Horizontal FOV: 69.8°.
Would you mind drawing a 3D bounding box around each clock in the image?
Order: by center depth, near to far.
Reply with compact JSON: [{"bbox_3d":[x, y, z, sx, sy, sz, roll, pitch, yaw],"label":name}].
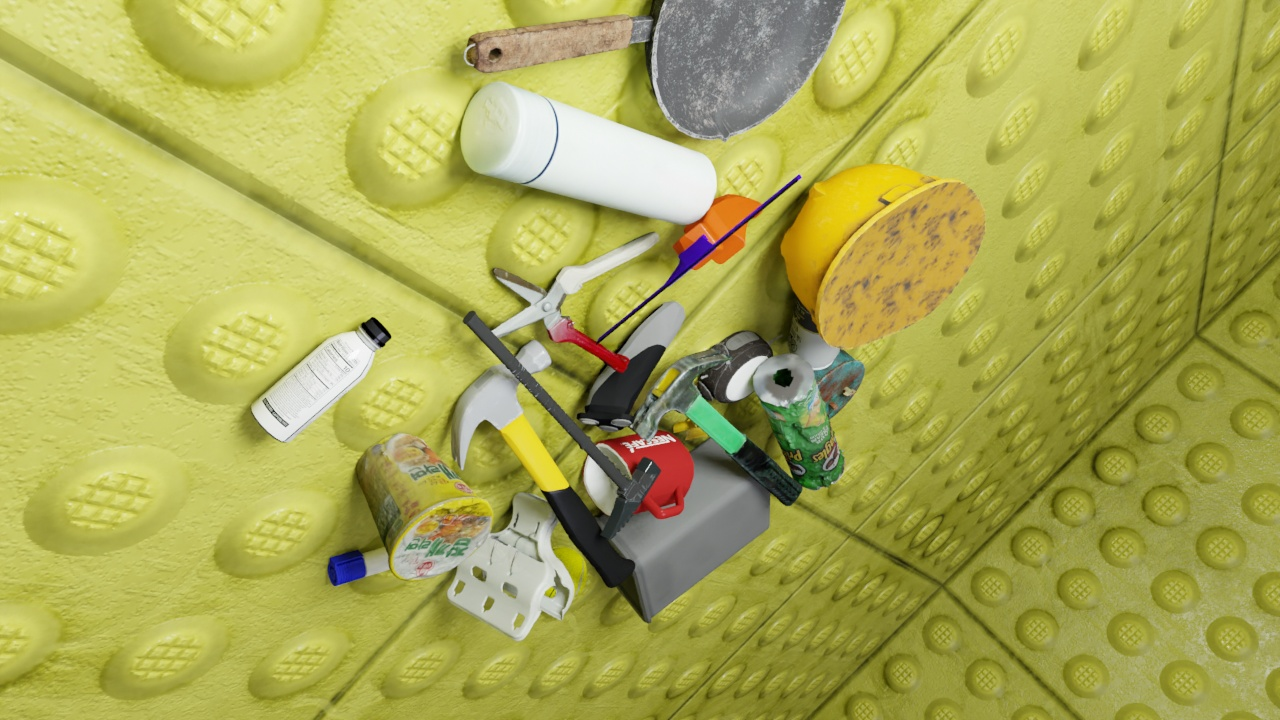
[{"bbox_3d":[0.113,0.012,1.085,0.122,0.044,0.091,-18,140,-34],"label":"clock"},{"bbox_3d":[0.239,0.044,1.231,0.121,0.073,0.158,-33,147,-15],"label":"clock"}]

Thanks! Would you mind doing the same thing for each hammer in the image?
[{"bbox_3d":[-0.076,0.062,0.869,0.094,0.015,0.325,-56,137,-18],"label":"hammer"},{"bbox_3d":[-0.085,0.132,0.933,0.127,0.029,0.324,-37,128,-12],"label":"hammer"},{"bbox_3d":[0.111,0.096,1.075,0.130,0.032,0.318,-54,135,-6],"label":"hammer"}]

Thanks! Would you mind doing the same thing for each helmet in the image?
[{"bbox_3d":[0.237,-0.129,0.976,0.254,0.131,0.206,-4,131,-46],"label":"helmet"}]

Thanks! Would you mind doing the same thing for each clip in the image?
[{"bbox_3d":[-0.129,0.223,1.008,0.150,0.127,0.110,-59,143,-20],"label":"clip"},{"bbox_3d":[0.071,0.075,1.129,0.054,0.046,0.048,-6,157,-41],"label":"clip"}]

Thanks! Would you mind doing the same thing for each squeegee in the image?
[{"bbox_3d":[0.072,-0.121,0.849,0.250,0.055,0.184,-37,-179,36],"label":"squeegee"}]

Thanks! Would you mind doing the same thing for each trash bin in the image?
[{"bbox_3d":[0.060,0.218,1.218,0.219,0.097,0.192,-33,146,-17],"label":"trash bin"}]

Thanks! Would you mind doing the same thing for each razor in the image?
[{"bbox_3d":[-0.005,0.006,0.946,0.057,0.060,0.156,24,95,-44],"label":"razor"}]

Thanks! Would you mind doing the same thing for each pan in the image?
[{"bbox_3d":[0.021,-0.254,0.692,0.356,0.040,0.208,-18,140,-32],"label":"pan"}]

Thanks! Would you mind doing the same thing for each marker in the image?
[{"bbox_3d":[-0.248,0.196,0.929,0.132,0.023,0.027,-11,114,-40],"label":"marker"}]

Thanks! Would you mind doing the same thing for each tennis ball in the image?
[{"bbox_3d":[-0.098,0.262,1.125,0.065,0.065,0.065,-28,144,-23],"label":"tennis ball"}]

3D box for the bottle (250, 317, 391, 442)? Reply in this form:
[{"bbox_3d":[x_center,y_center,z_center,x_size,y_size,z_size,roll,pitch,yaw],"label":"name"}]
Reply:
[{"bbox_3d":[-0.243,0.012,0.708,0.116,0.041,0.041,-41,147,-3],"label":"bottle"}]

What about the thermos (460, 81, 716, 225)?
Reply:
[{"bbox_3d":[-0.032,-0.156,0.720,0.229,0.068,0.068,3,126,-49],"label":"thermos"}]

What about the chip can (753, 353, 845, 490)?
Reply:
[{"bbox_3d":[0.197,0.079,1.123,0.075,0.075,0.223,-39,141,-6],"label":"chip can"}]

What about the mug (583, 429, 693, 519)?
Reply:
[{"bbox_3d":[0.008,0.138,1.050,0.096,0.116,0.081,-7,128,-42],"label":"mug"}]

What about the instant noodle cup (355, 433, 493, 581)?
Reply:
[{"bbox_3d":[-0.199,0.125,0.820,0.102,0.108,0.102,-28,144,-23],"label":"instant noodle cup"}]

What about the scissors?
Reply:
[{"bbox_3d":[-0.051,-0.059,0.841,0.179,0.015,0.199,-53,136,-4],"label":"scissors"}]

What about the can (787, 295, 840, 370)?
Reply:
[{"bbox_3d":[0.216,-0.042,1.114,0.064,0.064,0.128,-28,144,-23],"label":"can"}]
